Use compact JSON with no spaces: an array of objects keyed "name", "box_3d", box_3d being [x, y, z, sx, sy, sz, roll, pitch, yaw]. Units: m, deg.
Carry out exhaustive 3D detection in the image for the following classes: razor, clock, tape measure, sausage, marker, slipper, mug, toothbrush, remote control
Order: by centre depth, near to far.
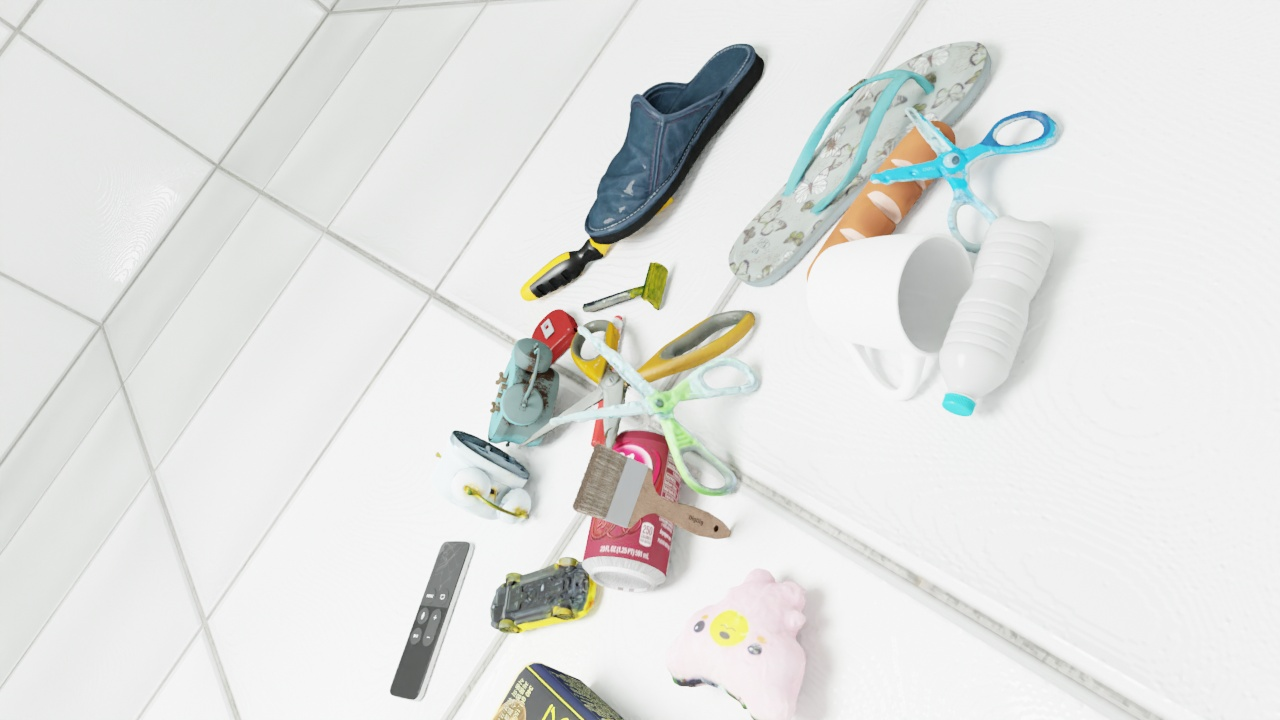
[{"name":"mug","box_3d":[0.170,-0.030,0.638,0.088,0.080,0.114,10,100,56]},{"name":"sausage","box_3d":[0.184,-0.115,0.707,0.164,0.039,0.044,-53,20,-2]},{"name":"slipper","box_3d":[0.166,-0.176,0.767,0.269,0.054,0.098,-44,36,13]},{"name":"clock","box_3d":[-0.142,0.109,0.835,0.057,0.083,0.118,-58,34,1]},{"name":"remote control","box_3d":[-0.192,0.237,0.845,0.045,0.008,0.146,-9,55,42]},{"name":"clock","box_3d":[-0.107,0.031,0.849,0.124,0.053,0.089,130,152,-55]},{"name":"marker","box_3d":[-0.030,0.016,0.849,0.013,0.013,0.142,-19,48,36]},{"name":"razor","box_3d":[-0.019,-0.062,0.893,0.106,0.026,0.042,-15,53,44]},{"name":"slipper","box_3d":[0.015,-0.240,0.937,0.265,0.083,0.109,-53,35,-7]},{"name":"tape measure","box_3d":[-0.092,-0.024,0.940,0.059,0.019,0.051,-43,39,12]},{"name":"toothbrush","box_3d":[-0.048,-0.117,0.963,0.197,0.031,0.030,-31,45,19]}]

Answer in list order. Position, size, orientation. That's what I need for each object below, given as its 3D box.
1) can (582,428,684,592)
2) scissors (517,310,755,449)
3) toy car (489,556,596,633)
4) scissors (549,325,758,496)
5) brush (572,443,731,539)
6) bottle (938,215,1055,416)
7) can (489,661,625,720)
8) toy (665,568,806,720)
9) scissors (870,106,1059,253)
[{"name":"can","box_3d":[-0.004,0.114,0.702,0.063,0.063,0.114,-16,51,38]},{"name":"scissors","box_3d":[-0.006,0.005,0.781,0.230,0.016,0.225,-23,28,9]},{"name":"toy car","box_3d":[-0.080,0.193,0.746,0.107,0.030,0.049,-21,49,32]},{"name":"scissors","box_3d":[0.018,0.030,0.704,0.165,0.171,0.024,-41,-4,-20]},{"name":"brush","box_3d":[0.015,0.099,0.629,0.008,0.143,0.045,8,75,50]},{"name":"bottle","box_3d":[0.226,-0.028,0.592,0.044,0.044,0.136,8,67,49]},{"name":"can","box_3d":[-0.063,0.288,0.618,0.104,0.075,0.135,18,75,54]},{"name":"toy","box_3d":[0.070,0.179,0.585,0.102,0.050,0.093,14,66,47]},{"name":"scissors","box_3d":[0.241,-0.143,0.665,0.140,0.011,0.134,-30,63,4]}]
